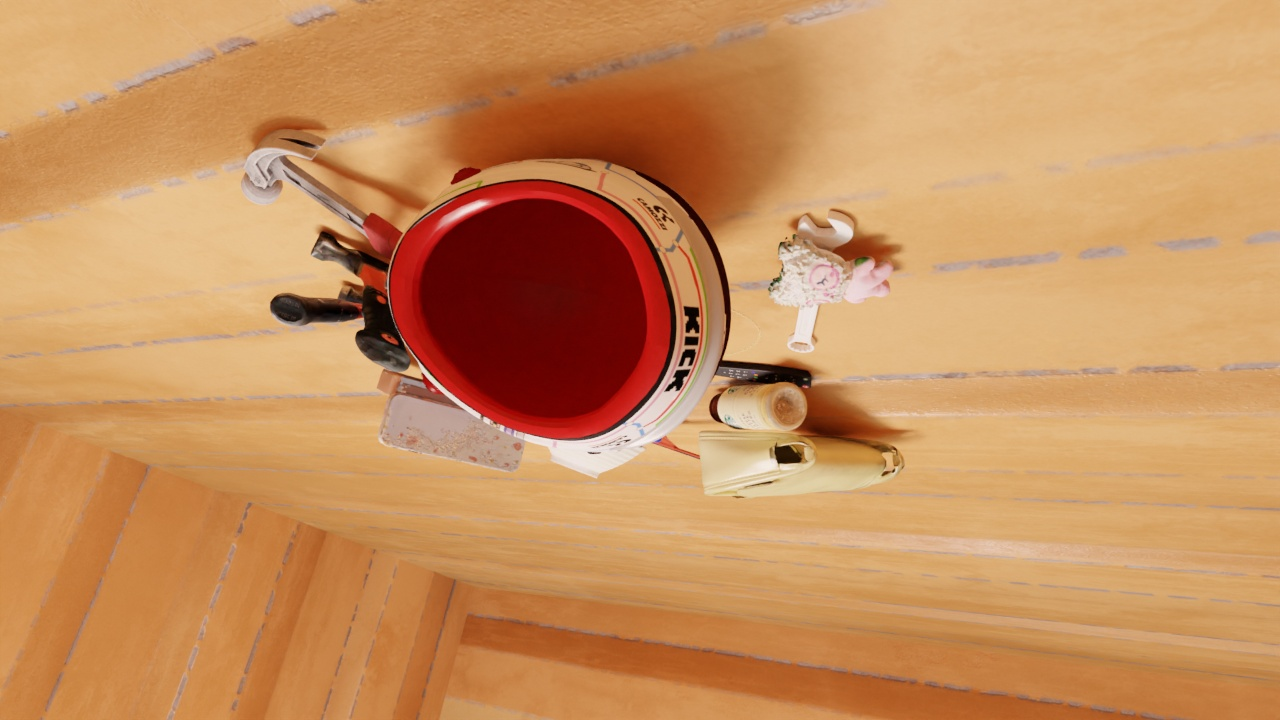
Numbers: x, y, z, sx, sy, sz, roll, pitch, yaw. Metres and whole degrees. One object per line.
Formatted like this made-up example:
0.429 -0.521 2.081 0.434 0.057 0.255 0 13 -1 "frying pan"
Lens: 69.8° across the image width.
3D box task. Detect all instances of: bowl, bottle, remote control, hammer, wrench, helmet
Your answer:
-0.085 0.128 1.351 0.177 0.071 0.177 21 173 2 "bowl"
0.137 0.057 1.121 0.056 0.056 0.162 21 169 -21 "bottle"
0.142 0.016 1.100 0.125 0.010 0.039 7 157 13 "remote control"
-0.232 -0.107 0.891 0.315 0.036 0.126 36 149 -19 "hammer"
-0.254 -0.055 0.884 0.133 0.033 0.333 27 -172 -24 "hammer"
0.167 -0.067 0.889 0.047 0.009 0.274 9 158 8 "wrench"
-0.047 -0.047 0.756 0.315 0.231 0.235 16 -170 29 "helmet"
-0.303 -0.050 0.975 0.140 0.036 0.326 20 -177 0 "hammer"

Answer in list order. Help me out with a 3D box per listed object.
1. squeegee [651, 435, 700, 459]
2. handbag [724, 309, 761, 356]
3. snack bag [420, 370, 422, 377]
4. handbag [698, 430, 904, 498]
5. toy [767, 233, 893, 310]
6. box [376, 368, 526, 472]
-0.012 0.077 1.272 0.250 0.055 0.184 14 166 45 "squeegee"
0.043 -0.037 0.966 0.178 0.027 0.084 4 130 31 "handbag"
-0.254 0.005 1.255 0.077 0.036 0.116 18 157 -15 "snack bag"
0.200 0.136 1.181 0.232 0.088 0.191 6 171 -37 "handbag"
0.171 -0.071 0.815 0.109 0.041 0.096 4 156 5 "toy"
-0.276 0.087 1.327 0.216 0.096 0.105 18 -176 -33 "box"
